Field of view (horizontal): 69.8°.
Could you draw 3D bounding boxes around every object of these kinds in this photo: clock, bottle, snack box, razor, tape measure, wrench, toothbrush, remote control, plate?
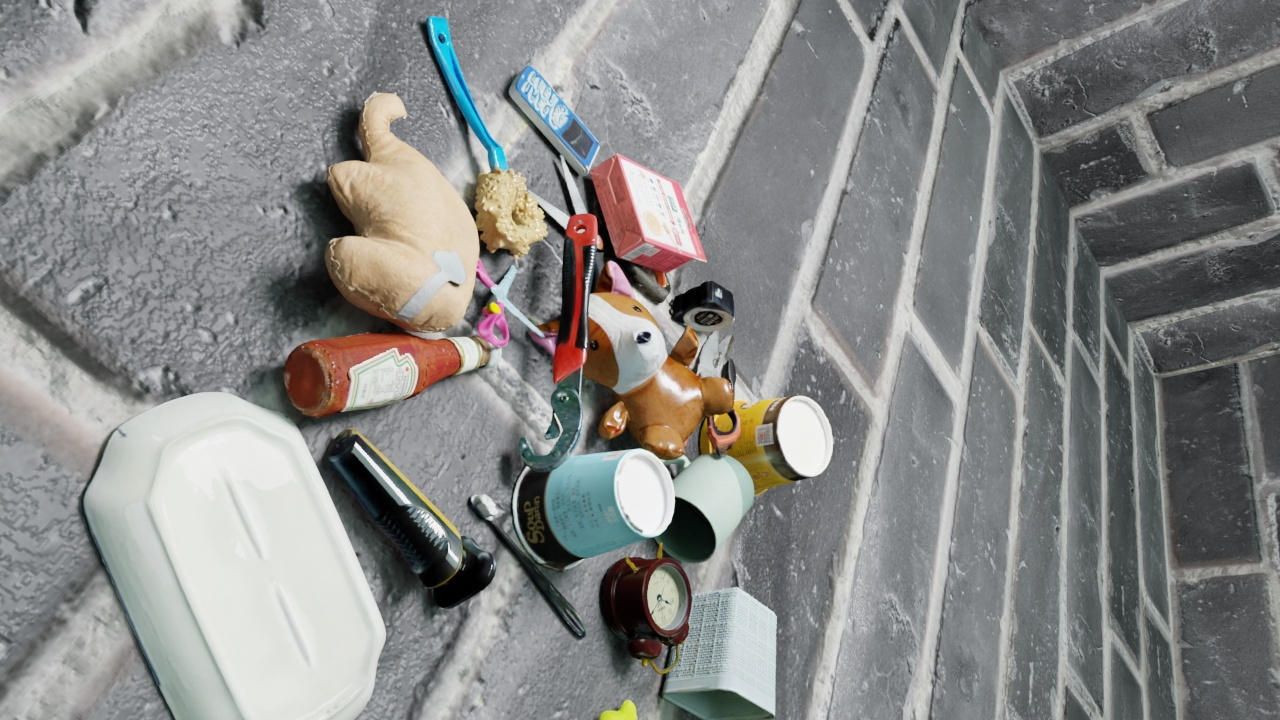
[{"bbox_3d":[0.011,0.247,0.905,0.081,0.055,0.122,-9,85,-51],"label":"clock"},{"bbox_3d":[-0.192,0.002,0.755,0.205,0.060,0.060,-14,87,-58],"label":"bottle"},{"bbox_3d":[0.010,-0.163,1.050,0.127,0.044,0.113,11,57,-54],"label":"snack box"},{"bbox_3d":[-0.184,0.123,0.730,0.167,0.062,0.067,52,12,-15],"label":"razor"},{"bbox_3d":[0.080,-0.062,1.098,0.066,0.066,0.033,26,55,-41],"label":"tape measure"},{"bbox_3d":[-0.069,-0.025,0.877,0.016,0.056,0.272,65,30,-63],"label":"wrench"},{"bbox_3d":[0.110,0.089,1.122,0.014,0.017,0.188,13,69,-37],"label":"toothbrush"},{"bbox_3d":[-0.093,-0.261,1.001,0.125,0.024,0.048,45,46,-28],"label":"remote control"},{"bbox_3d":[-0.097,0.188,0.831,0.181,0.018,0.015,57,38,-21],"label":"toothbrush"},{"bbox_3d":[-0.262,0.147,0.632,0.161,0.034,0.265,-26,96,-51],"label":"plate"}]

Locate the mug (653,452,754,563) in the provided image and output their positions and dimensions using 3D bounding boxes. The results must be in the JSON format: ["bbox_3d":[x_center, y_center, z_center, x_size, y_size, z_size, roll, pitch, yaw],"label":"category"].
[{"bbox_3d":[0.058,0.145,0.990,0.112,0.082,0.106,42,40,8],"label":"mug"}]

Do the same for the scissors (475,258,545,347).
[{"bbox_3d":[-0.136,-0.062,0.857,0.134,0.017,0.133,46,26,-20],"label":"scissors"}]

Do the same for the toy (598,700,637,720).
[{"bbox_3d":[-0.004,0.371,0.858,0.100,0.031,0.096,32,51,-39],"label":"toy"}]

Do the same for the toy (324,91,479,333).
[{"bbox_3d":[-0.198,-0.123,0.776,0.143,0.083,0.225,32,38,-47],"label":"toy"}]

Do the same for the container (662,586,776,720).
[{"bbox_3d":[0.087,0.303,0.949,0.090,0.090,0.111,41,46,-34],"label":"container"}]

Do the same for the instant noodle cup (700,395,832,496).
[{"bbox_3d":[0.150,0.096,1.067,0.118,0.115,0.118,11,72,-36],"label":"instant noodle cup"}]

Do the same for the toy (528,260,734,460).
[{"bbox_3d":[-0.006,0.005,0.931,0.140,0.131,0.199,-42,97,-23],"label":"toy"}]

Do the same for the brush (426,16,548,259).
[{"bbox_3d":[-0.158,-0.218,0.901,0.083,0.046,0.254,-19,87,-53],"label":"brush"}]

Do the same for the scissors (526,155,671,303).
[{"bbox_3d":[-0.039,-0.109,1.010,0.220,0.022,0.227,15,66,-47],"label":"scissors"}]

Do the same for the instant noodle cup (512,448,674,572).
[{"bbox_3d":[-0.036,0.131,0.840,0.111,0.121,0.111,22,60,-44],"label":"instant noodle cup"}]

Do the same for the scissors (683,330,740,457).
[{"bbox_3d":[0.087,0.035,1.067,0.204,0.199,0.015,-22,136,-29],"label":"scissors"}]
